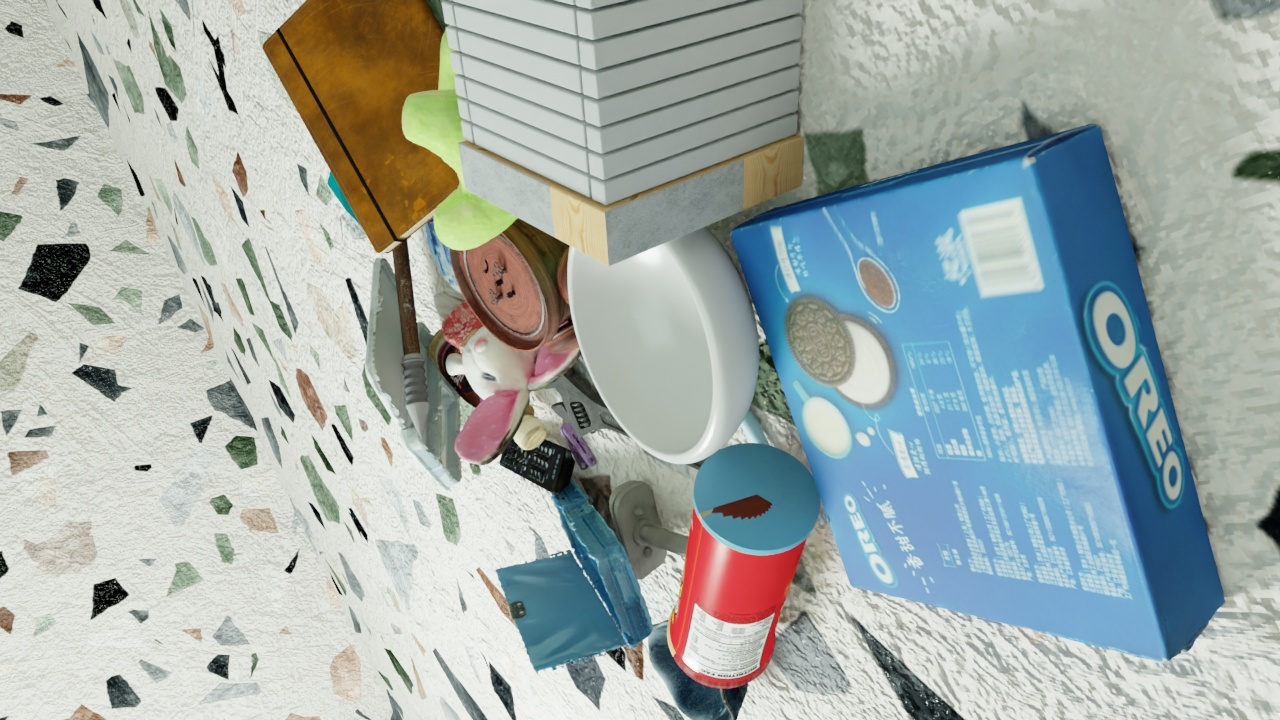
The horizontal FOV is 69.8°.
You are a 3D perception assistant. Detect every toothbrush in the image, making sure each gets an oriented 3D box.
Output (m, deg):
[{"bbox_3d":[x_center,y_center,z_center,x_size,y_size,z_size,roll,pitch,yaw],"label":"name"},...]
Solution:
[{"bbox_3d":[0.082,0.053,0.654,0.022,0.016,0.155,-39,79,36],"label":"toothbrush"}]

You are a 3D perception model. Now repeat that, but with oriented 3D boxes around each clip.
[{"bbox_3d":[-0.058,0.086,0.896,0.043,0.014,0.051,12,124,53],"label":"clip"}]

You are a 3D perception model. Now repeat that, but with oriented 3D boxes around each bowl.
[{"bbox_3d":[0.023,-0.026,0.595,0.176,0.066,0.177,39,139,44],"label":"bowl"},{"bbox_3d":[0.058,0.268,0.813,0.110,0.055,0.110,37,141,38],"label":"bowl"}]

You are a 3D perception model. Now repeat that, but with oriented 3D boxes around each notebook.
[{"bbox_3d":[-0.233,-0.225,0.822,0.179,0.014,0.249,-33,83,21],"label":"notebook"}]

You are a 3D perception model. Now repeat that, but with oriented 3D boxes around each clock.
[{"bbox_3d":[-0.153,-0.108,0.853,0.125,0.051,0.089,18,127,50],"label":"clock"},{"bbox_3d":[-0.079,-0.065,0.742,0.157,0.072,0.121,42,144,17],"label":"clock"}]

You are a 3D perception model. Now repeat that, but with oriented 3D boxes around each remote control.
[{"bbox_3d":[-0.107,0.102,0.952,0.150,0.022,0.047,12,86,60],"label":"remote control"}]

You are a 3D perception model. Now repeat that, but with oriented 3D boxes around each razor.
[{"bbox_3d":[0.031,0.158,0.792,0.116,0.047,0.088,9,120,45],"label":"razor"}]

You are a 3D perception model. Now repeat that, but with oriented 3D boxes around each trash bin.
[{"bbox_3d":[-0.012,-0.205,0.478,0.142,0.142,0.247,32,137,41],"label":"trash bin"}]

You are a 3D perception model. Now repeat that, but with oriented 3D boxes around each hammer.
[{"bbox_3d":[-0.229,-0.085,0.882,0.156,0.043,0.322,149,114,-64],"label":"hammer"}]

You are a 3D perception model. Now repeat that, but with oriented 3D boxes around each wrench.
[{"bbox_3d":[-0.003,0.058,0.788,0.273,0.018,0.073,19,127,48],"label":"wrench"}]

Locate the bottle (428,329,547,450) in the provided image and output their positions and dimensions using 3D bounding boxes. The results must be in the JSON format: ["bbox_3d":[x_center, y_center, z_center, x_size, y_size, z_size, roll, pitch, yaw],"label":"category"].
[{"bbox_3d":[-0.156,0.028,0.952,0.166,0.059,0.060,45,145,29],"label":"bottle"}]

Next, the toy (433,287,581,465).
[{"bbox_3d":[-0.136,-0.009,0.863,0.084,0.159,0.194,37,-171,-47],"label":"toy"}]

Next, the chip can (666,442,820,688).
[{"bbox_3d":[0.069,0.155,0.661,0.087,0.086,0.214,44,150,29],"label":"chip can"}]

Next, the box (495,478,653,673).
[{"bbox_3d":[-0.080,0.190,0.847,0.231,0.111,0.094,-150,42,-71],"label":"box"}]

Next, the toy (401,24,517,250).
[{"bbox_3d":[-0.100,-0.171,0.649,0.107,0.196,0.150,1,133,8],"label":"toy"}]

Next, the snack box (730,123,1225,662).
[{"bbox_3d":[0.160,0.021,0.473,0.196,0.056,0.239,-3,111,58],"label":"snack box"}]

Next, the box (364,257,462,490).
[{"bbox_3d":[-0.240,0.013,0.964,0.209,0.045,0.191,-106,-6,-48],"label":"box"}]
